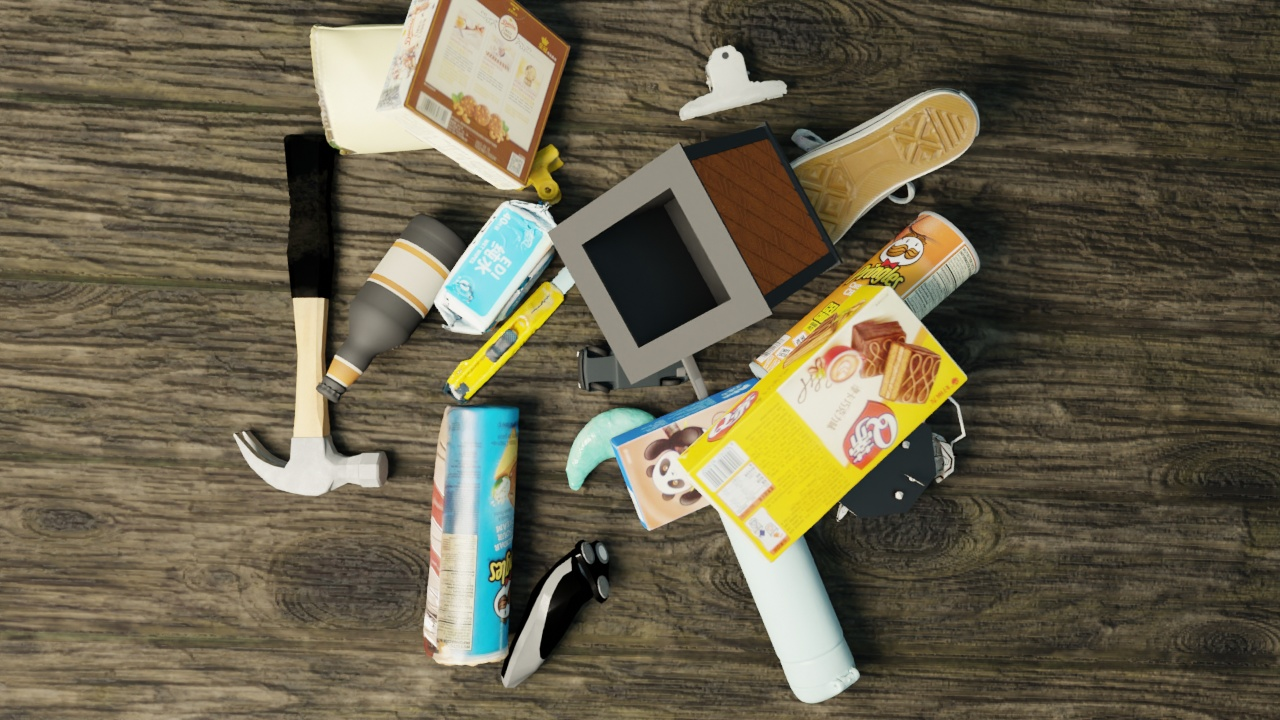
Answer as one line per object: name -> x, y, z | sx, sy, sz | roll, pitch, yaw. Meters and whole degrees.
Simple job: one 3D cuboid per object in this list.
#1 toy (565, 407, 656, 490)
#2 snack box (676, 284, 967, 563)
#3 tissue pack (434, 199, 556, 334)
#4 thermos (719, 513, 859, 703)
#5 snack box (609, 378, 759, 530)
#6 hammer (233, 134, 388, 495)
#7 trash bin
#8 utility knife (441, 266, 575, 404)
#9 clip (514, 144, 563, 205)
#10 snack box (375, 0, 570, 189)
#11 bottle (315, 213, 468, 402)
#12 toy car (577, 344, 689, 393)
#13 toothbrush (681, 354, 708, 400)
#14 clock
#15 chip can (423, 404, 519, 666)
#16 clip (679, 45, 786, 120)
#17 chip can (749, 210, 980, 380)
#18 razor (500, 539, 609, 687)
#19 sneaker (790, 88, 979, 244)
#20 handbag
toy -> -0.016, 0.086, 0.865 | 0.105, 0.033, 0.085 | 6, 100, -6
snack box -> 0.152, 0.052, 0.782 | 0.230, 0.061, 0.110 | -43, 99, -1
tissue pack -> -0.124, -0.083, 0.824 | 0.061, 0.093, 0.144 | 36, 90, -5
thermos -> 0.137, 0.215, 0.854 | 0.065, 0.078, 0.207 | -23, 91, -33
snack box -> 0.057, 0.085, 0.843 | 0.151, 0.034, 0.087 | -23, 105, -9
hammer -> -0.304, -0.041, 0.846 | 0.131, 0.039, 0.328 | 0, 91, -1
trash bin -> 0.051, -0.094, 0.767 | 0.140, 0.171, 0.139 | -27, 93, 35
utility knife -> -0.119, -0.029, 0.867 | 0.030, 0.017, 0.179 | 44, 86, -12
clip -> -0.092, -0.169, 0.858 | 0.054, 0.044, 0.049 | -31, 111, -3
snack box -> -0.139, -0.245, 0.791 | 0.041, 0.143, 0.147 | 6, 76, 41
bottle -> -0.226, -0.043, 0.817 | 0.059, 0.059, 0.181 | 33, 75, -3
toy car -> -0.005, 0.005, 0.859 | 0.112, 0.034, 0.046 | -4, 95, -16
toothbrush -> 0.050, 0.015, 0.856 | 0.012, 0.013, 0.167 | -32, 106, -26
clock -> 0.234, 0.080, 0.858 | 0.154, 0.065, 0.114 | -30, 92, -1
chip can -> -0.154, 0.154, 0.838 | 0.080, 0.080, 0.229 | 3, 90, -3
clip -> 0.082, -0.265, 0.872 | 0.102, 0.050, 0.058 | -14, 85, -3
chip can -> 0.206, -0.040, 0.849 | 0.215, 0.075, 0.075 | -41, 93, -1
razor -> -0.084, 0.238, 0.856 | 0.060, 0.057, 0.156 | 44, 98, 25
sneaker -> 0.190, -0.169, 0.842 | 0.241, 0.087, 0.118 | -31, 105, 20
handbag -> -0.228, -0.245, 0.826 | 0.119, 0.081, 0.111 | -4, 99, -4
